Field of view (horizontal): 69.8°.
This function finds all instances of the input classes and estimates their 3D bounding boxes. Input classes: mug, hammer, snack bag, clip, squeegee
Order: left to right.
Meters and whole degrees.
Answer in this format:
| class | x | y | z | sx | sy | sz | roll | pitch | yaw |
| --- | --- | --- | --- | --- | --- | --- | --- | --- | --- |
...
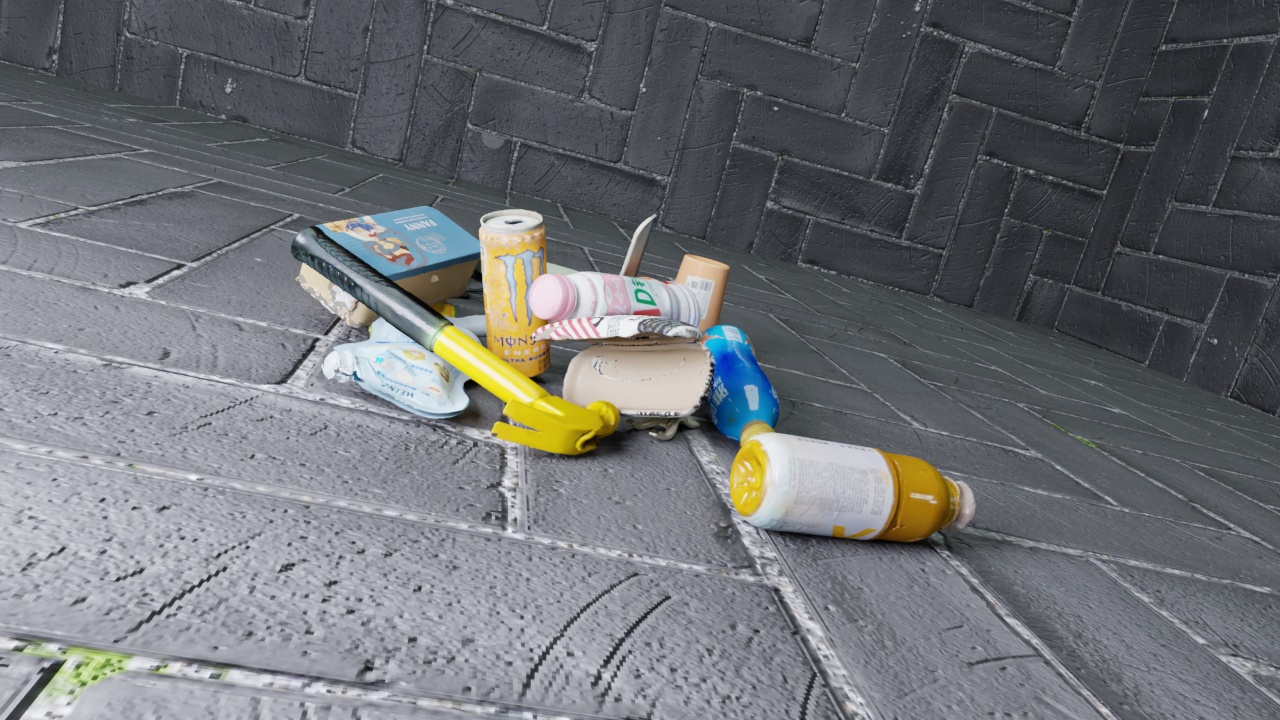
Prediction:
| class | x | y | z | sx | sy | sz | roll | pitch | yaw |
| --- | --- | --- | --- | --- | --- | --- | --- | --- | --- |
| snack bag | -0.182 | 0.002 | 0.745 | 0.110 | 0.039 | 0.190 | 30 | 13 | -7 |
| hammer | -0.156 | -0.018 | 0.722 | 0.301 | 0.033 | 0.128 | 34 | 14 | 14 |
| squeegee | -0.117 | -0.041 | 0.909 | 0.246 | 0.247 | 0.039 | -10 | 64 | -17 |
| clip | 0.027 | 0.044 | 0.812 | 0.035 | 0.072 | 0.100 | 21 | 19 | 27 |
| mug | 0.066 | -0.066 | 1.142 | 0.078 | 0.123 | 0.078 | 14 | 14 | -4 |

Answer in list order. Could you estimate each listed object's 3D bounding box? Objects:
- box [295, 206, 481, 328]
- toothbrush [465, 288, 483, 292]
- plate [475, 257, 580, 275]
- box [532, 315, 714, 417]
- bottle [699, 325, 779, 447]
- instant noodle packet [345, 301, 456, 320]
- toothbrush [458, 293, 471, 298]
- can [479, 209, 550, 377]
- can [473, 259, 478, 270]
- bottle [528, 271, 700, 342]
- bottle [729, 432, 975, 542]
| class | x | y | z | sx | sy | sz | roll | pitch | yaw |
| --- | --- | --- | --- | --- | --- | --- | --- | --- | --- |
| box | -0.230 | -0.094 | 0.875 | 0.090 | 0.063 | 0.183 | 36 | 31 | 12 |
| toothbrush | -0.179 | -0.092 | 1.215 | 0.189 | 0.018 | 0.014 | 7 | 13 | -39 |
| plate | -0.140 | -0.121 | 1.342 | 0.230 | 0.027 | 0.230 | 15 | 9 | -3 |
| box | -0.016 | 0.006 | 0.746 | 0.162 | 0.086 | 0.075 | -3 | 0 | 41 |
| bottle | 0.093 | 0.032 | 0.866 | 0.065 | 0.065 | 0.218 | 13 | 22 | -11 |
| instant noodle packet | -0.265 | -0.065 | 0.936 | 0.110 | 0.044 | 0.128 | -2 | 21 | -41 |
| toothbrush | -0.280 | -0.089 | 1.082 | 0.189 | 0.016 | 0.014 | 5 | 24 | -41 |
| can | -0.113 | -0.058 | 0.830 | 0.058 | 0.146 | 0.058 | 0 | 27 | 0 |
| can | -0.260 | -0.134 | 1.203 | 0.058 | 0.058 | 0.116 | 18 | 12 | 11 |
| bottle | -0.022 | -0.049 | 0.858 | 0.068 | 0.068 | 0.196 | 24 | 12 | 35 |
| bottle | 0.159 | 0.096 | 0.670 | 0.189 | 0.068 | 0.068 | 10 | 14 | -22 |
